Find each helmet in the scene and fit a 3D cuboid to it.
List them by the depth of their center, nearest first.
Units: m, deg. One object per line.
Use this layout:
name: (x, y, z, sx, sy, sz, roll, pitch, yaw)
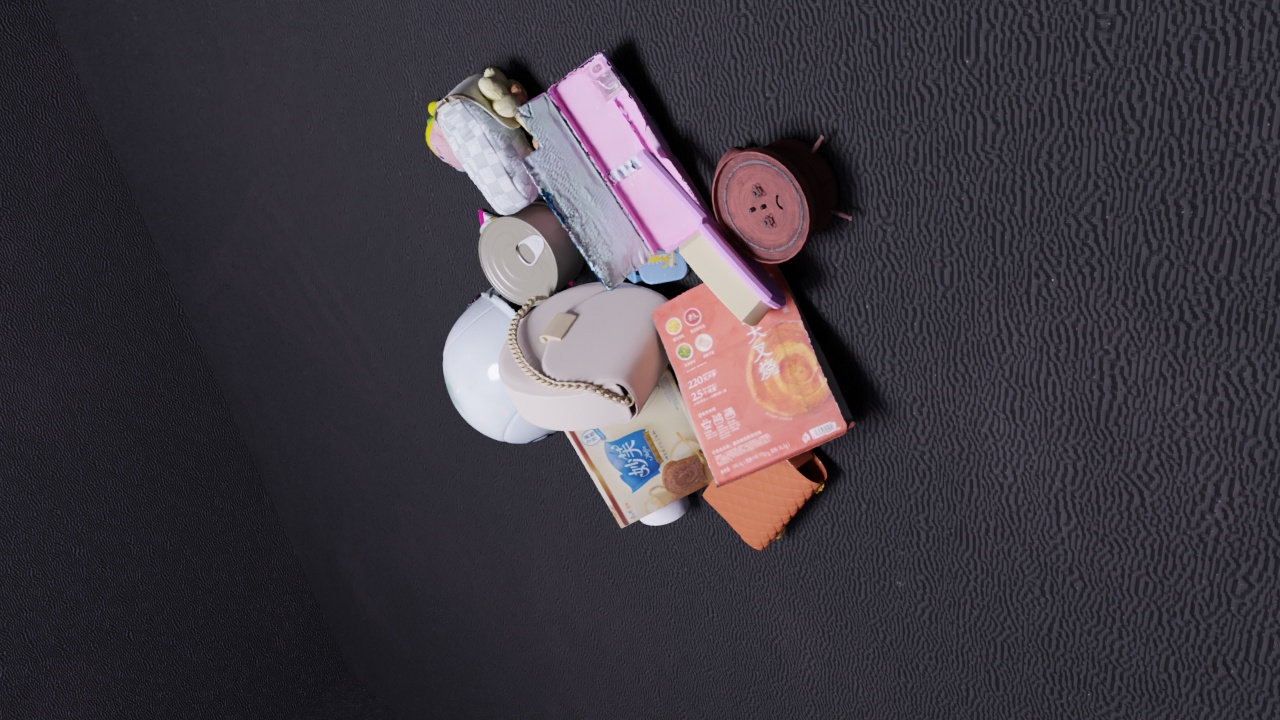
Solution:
helmet: (-0.202, 0.025, 1.352, 0.236, 0.163, 0.264, 50, 169, 5)

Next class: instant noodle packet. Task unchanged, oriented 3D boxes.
instant noodle packet: (0.120, 0.009, 1.036, 0.165, 0.083, 0.221, -27, 85, 21)

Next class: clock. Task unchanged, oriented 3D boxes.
clock: (0.131, -0.166, 0.947, 0.158, 0.072, 0.120, -5, 113, 50)

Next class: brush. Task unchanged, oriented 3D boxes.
brush: (0.066, -0.133, 0.990, 0.043, 0.089, 0.228, -44, 82, 18)

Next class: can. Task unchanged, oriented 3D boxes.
can: (-0.147, -0.147, 1.252, 0.128, 0.073, 0.128, 16, 124, 24)

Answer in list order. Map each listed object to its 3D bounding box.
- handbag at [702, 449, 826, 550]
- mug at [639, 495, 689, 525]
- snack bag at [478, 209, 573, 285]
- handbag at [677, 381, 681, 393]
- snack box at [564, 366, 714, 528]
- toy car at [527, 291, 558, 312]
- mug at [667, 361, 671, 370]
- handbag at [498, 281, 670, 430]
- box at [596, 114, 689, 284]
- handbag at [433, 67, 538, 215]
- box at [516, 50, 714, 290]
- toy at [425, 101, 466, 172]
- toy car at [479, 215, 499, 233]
handbag: (0.163, 0.157, 1.171, 0.109, 0.060, 0.172, 48, 141, 19)
mug: (0.021, 0.173, 1.331, 0.083, 0.082, 0.106, 9, 125, 45)
snack bag: (-0.169, -0.167, 1.340, 0.197, 0.016, 0.070, 23, 129, 37)
handbag: (0.089, 0.014, 1.160, 0.138, 0.063, 0.167, 51, 152, 36)
snack box: (-0.001, 0.108, 1.207, 0.207, 0.153, 0.055, 64, 179, -34)
toy car: (-0.107, -0.044, 1.312, 0.056, 0.054, 0.153, -47, 63, 13)
mug: (-0.007, 0.007, 1.252, 0.090, 0.073, 0.105, 16, 157, 42)
handbag: (-0.063, -0.004, 1.137, 0.209, 0.210, 0.103, 5, 136, 30)
box: (-0.012, -0.192, 1.113, 0.121, 0.049, 0.210, 11, 125, 44)
handbag: (-0.174, -0.283, 1.180, 0.123, 0.112, 0.171, -22, 115, 20)
box: (-0.038, -0.212, 1.043, 0.230, 0.159, 0.066, 56, 179, -13)
toy: (-0.257, -0.316, 1.296, 0.132, 0.096, 0.124, 10, 164, 36)
toy car: (-0.199, -0.159, 1.339, 0.048, 0.032, 0.105, -28, 94, 51)
